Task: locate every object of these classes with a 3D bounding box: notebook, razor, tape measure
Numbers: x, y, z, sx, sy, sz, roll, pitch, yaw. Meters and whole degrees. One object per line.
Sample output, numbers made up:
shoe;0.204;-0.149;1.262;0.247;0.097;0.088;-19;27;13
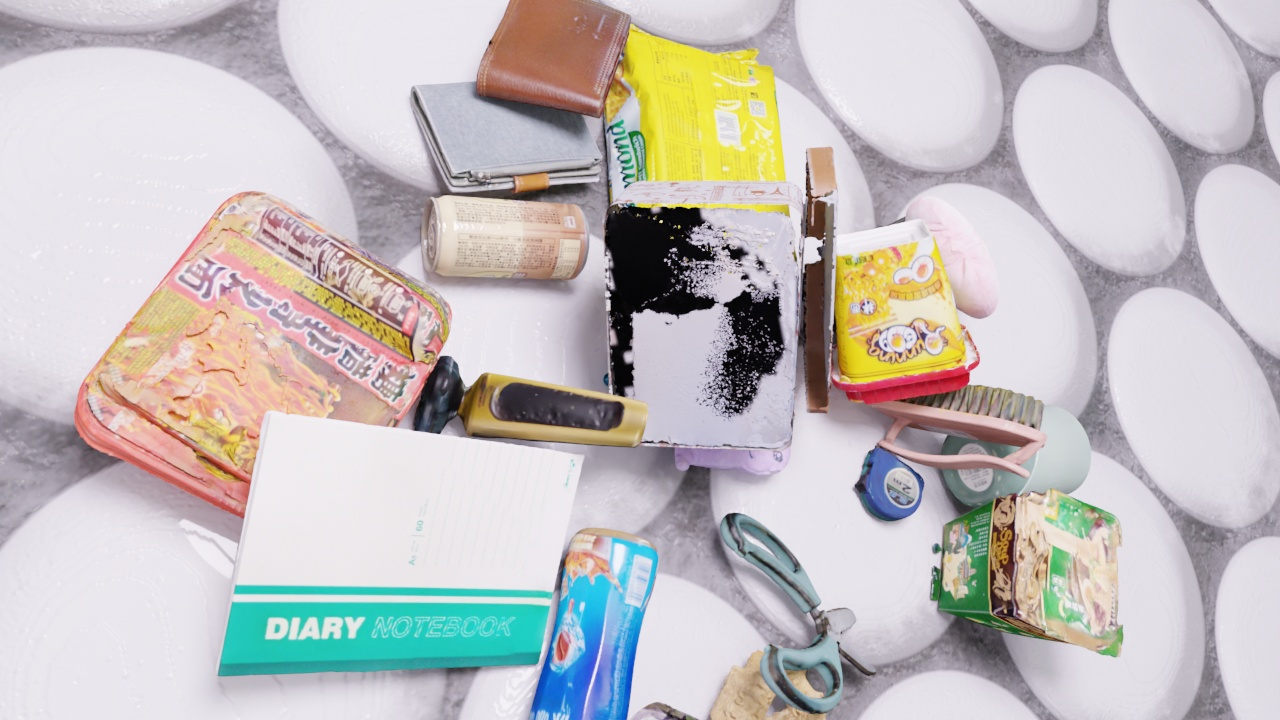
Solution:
notebook;-0.138;0.118;0.567;0.208;0.012;0.150;12;90;-36
razor;-0.075;0.032;0.618;0.167;0.067;0.062;7;69;14
tape measure;0.212;0.109;0.783;0.058;0.025;0.054;31;64;-8

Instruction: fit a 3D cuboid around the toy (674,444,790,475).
toy;0.070;0.059;0.727;0.108;0.039;0.083;9;47;-20

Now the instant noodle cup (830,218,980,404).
instant noodle cup;0.207;-0.043;0.752;0.115;0.116;0.124;-63;141;-68

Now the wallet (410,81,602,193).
wallet;-0.104;-0.177;0.727;0.129;0.037;0.106;-13;67;-29

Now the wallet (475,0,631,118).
wallet;-0.066;-0.245;0.728;0.101;0.032;0.124;14;56;1

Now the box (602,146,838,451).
box;0.063;-0.053;0.677;0.157;0.181;0.197;1;25;10

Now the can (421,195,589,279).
can;-0.101;-0.091;0.685;0.116;0.059;0.058;0;73;-26

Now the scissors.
scissors;0.111;0.180;0.685;0.170;0.019;0.181;1;51;-57

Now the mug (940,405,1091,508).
mug;0.328;0.100;0.816;0.106;0.082;0.112;-7;107;-27

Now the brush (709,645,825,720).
brush;0.030;0.287;0.628;0.254;0.046;0.083;-27;87;-25

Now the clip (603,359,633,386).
clip;-0.004;0.004;0.720;0.056;0.045;0.014;-29;84;-33

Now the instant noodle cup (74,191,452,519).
instant noodle cup;-0.229;0.007;0.579;0.164;0.079;0.188;32;62;-13

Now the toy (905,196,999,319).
toy;0.282;-0.091;0.835;0.054;0.159;0.121;-30;83;14

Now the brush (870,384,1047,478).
brush;0.263;0.055;0.755;0.063;0.146;0.073;27;81;-35

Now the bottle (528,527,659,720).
bottle;-0.038;0.223;0.604;0.065;0.065;0.218;20;66;-18

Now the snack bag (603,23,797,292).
snack bag;0.053;-0.172;0.782;0.157;0.068;0.246;4;70;-24

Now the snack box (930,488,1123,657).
snack box;0.318;0.177;0.764;0.117;0.106;0.118;22;66;-19

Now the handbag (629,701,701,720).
handbag;0.049;0.311;0.561;0.197;0.098;0.144;40;76;-31

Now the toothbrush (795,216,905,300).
toothbrush;0.218;-0.112;0.863;0.212;0.027;0.026;-33;133;-31
